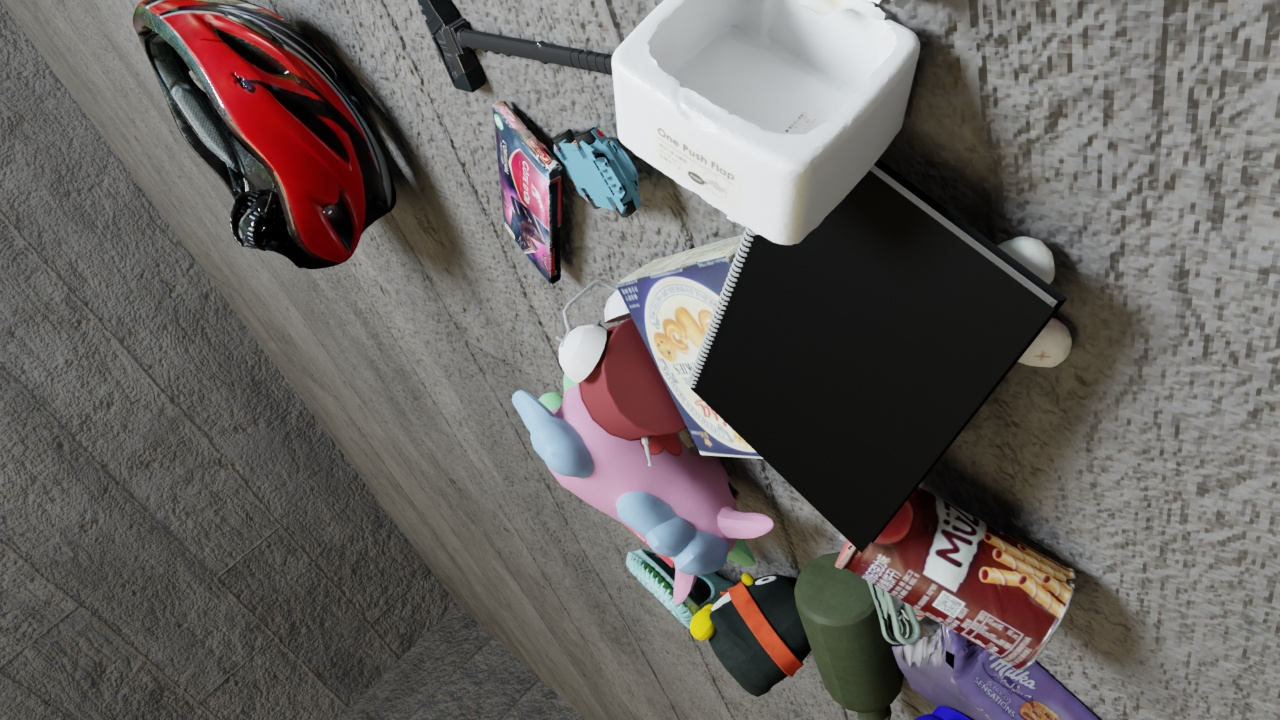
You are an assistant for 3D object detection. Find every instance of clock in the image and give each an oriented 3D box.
[{"bbox_3d":[-0.004,0.004,0.690,0.137,0.096,0.048,52,150,-11],"label":"clock"}]

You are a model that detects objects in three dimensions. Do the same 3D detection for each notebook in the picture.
[{"bbox_3d":[0.102,-0.005,0.481,0.149,0.016,0.207,44,144,22],"label":"notebook"}]

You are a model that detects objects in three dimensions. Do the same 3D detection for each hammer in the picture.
[{"bbox_3d":[-0.034,-0.186,0.550,0.325,0.015,0.095,26,148,40],"label":"hammer"}]

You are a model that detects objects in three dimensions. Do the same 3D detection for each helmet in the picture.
[{"bbox_3d":[-0.345,-0.213,0.846,0.218,0.166,0.272,12,139,54],"label":"helmet"}]

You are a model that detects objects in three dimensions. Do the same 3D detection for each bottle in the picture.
[{"bbox_3d":[0.185,0.251,0.785,0.071,0.071,0.207,24,148,43],"label":"bottle"}]

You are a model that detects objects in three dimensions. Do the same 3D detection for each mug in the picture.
[{"bbox_3d":[0.212,0.296,0.651,0.079,0.083,0.111,19,145,58],"label":"mug"}]

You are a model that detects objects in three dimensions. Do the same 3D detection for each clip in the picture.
[{"bbox_3d":[0.187,0.176,0.690,0.047,0.023,0.076,135,120,-69],"label":"clip"}]

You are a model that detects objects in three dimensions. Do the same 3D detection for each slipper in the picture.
[{"bbox_3d":[0.058,0.256,1.022,0.116,0.069,0.276,36,169,28],"label":"slipper"}]

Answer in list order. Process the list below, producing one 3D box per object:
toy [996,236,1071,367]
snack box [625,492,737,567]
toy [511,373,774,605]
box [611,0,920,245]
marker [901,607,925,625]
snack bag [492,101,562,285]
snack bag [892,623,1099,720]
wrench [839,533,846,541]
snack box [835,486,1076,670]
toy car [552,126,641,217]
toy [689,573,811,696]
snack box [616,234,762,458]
[{"bbox_3d":[0.145,-0.030,0.455,0.126,0.037,0.076,12,133,45],"label":"toy"},{"bbox_3d":[0.011,0.115,0.849,0.133,0.089,0.021,38,156,20],"label":"snack box"},{"bbox_3d":[-0.003,0.095,0.750,0.222,0.120,0.171,21,-146,-38],"label":"toy"},{"bbox_3d":[0.052,-0.134,0.366,0.110,0.102,0.130,37,163,17],"label":"box"},{"bbox_3d":[0.213,0.175,0.683,0.019,0.019,0.146,39,155,19],"label":"marker"},{"bbox_3d":[-0.086,-0.126,0.715,0.074,0.018,0.155,51,159,19],"label":"snack bag"},{"bbox_3d":[0.282,0.273,0.670,0.205,0.058,0.096,42,157,13],"label":"snack bag"},{"bbox_3d":[0.155,0.057,0.599,0.083,0.018,0.274,40,156,17],"label":"wrench"},{"bbox_3d":[0.189,0.125,0.558,0.121,0.072,0.072,29,152,15],"label":"snack box"},{"bbox_3d":[-0.026,-0.129,0.608,0.060,0.027,0.108,58,172,-21],"label":"toy car"},{"bbox_3d":[0.120,0.247,0.861,0.099,0.119,0.097,53,-178,14],"label":"toy"},{"bbox_3d":[0.062,-0.005,0.609,0.145,0.042,0.145,-6,113,62],"label":"snack box"}]
